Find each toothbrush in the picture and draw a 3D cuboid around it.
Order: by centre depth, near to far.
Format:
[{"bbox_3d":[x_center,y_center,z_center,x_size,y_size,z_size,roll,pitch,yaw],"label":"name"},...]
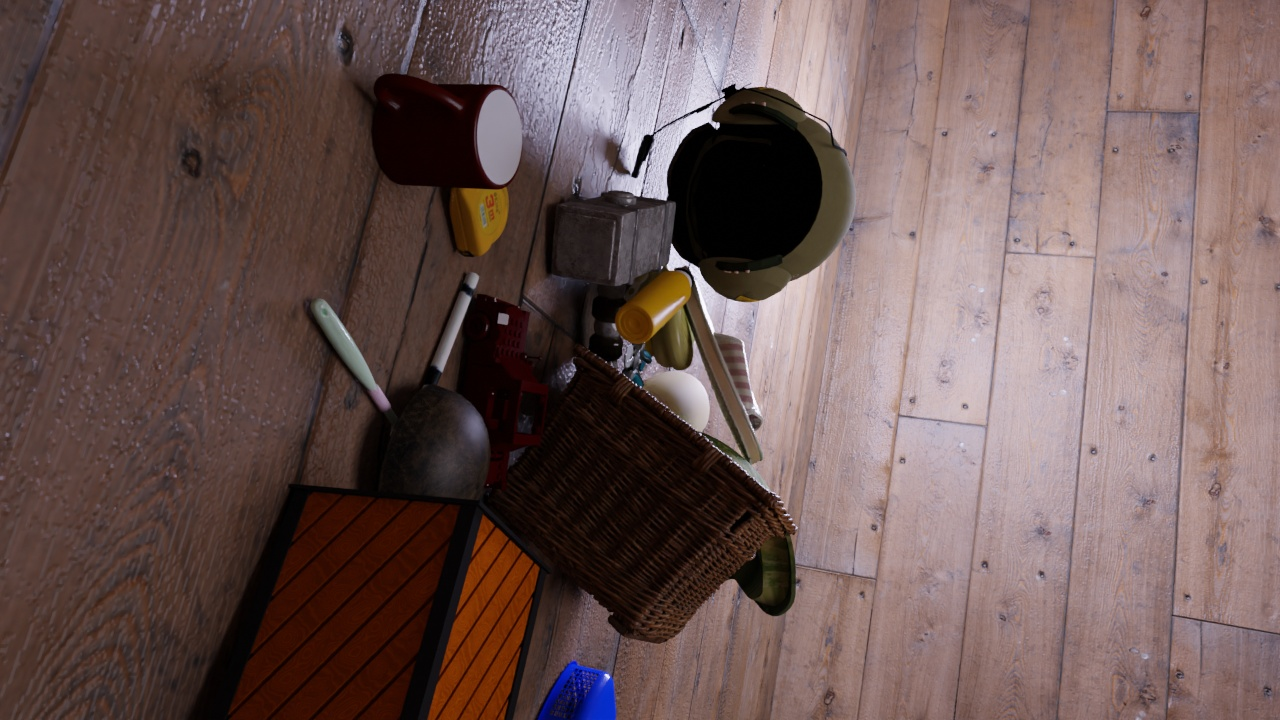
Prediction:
[{"bbox_3d":[-0.198,0.010,0.658,0.022,0.015,0.155,-40,143,-19],"label":"toothbrush"},{"bbox_3d":[-0.167,0.008,0.753,0.017,0.012,0.186,87,18,-64],"label":"toothbrush"}]

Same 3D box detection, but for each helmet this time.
[{"bbox_3d":[0.042,0.201,1.077,0.212,0.248,0.243,-5,88,-31],"label":"helmet"},{"bbox_3d":[0.129,-0.198,1.118,0.232,0.256,0.250,-9,105,-66],"label":"helmet"}]

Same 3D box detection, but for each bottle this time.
[{"bbox_3d":[0.021,-0.064,0.977,0.143,0.043,0.043,-46,138,-57],"label":"bottle"}]

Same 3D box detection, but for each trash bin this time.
[{"bbox_3d":[-0.164,0.193,0.606,0.140,0.140,0.171,64,32,-56],"label":"trash bin"}]

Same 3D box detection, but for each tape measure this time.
[{"bbox_3d":[-0.136,-0.130,0.766,0.058,0.030,0.068,-59,151,-49],"label":"tape measure"}]

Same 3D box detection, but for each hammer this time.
[{"bbox_3d":[-0.038,-0.024,1.025,0.176,0.079,0.327,-34,133,-65],"label":"hammer"}]

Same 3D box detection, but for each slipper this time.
[{"bbox_3d":[0.104,0.000,1.126,0.115,0.052,0.262,66,3,-73],"label":"slipper"},{"bbox_3d":[0.012,-0.065,1.142,0.092,0.081,0.190,74,3,-45],"label":"slipper"}]

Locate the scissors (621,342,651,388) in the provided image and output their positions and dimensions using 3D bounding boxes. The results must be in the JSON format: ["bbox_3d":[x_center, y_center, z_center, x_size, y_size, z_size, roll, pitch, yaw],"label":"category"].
[{"bbox_3d":[-0.003,0.000,0.994,0.145,0.019,0.133,-60,165,-48],"label":"scissors"}]

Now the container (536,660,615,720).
[{"bbox_3d":[-0.072,0.424,1.082,0.114,0.058,0.096,-50,142,-57],"label":"container"}]

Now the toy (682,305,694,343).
[{"bbox_3d":[0.049,-0.043,1.283,0.090,0.051,0.109,69,36,-48],"label":"toy"}]

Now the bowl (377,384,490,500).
[{"bbox_3d":[-0.151,0.084,0.720,0.121,0.056,0.121,14,89,-80],"label":"bowl"}]

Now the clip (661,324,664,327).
[{"bbox_3d":[0.031,-0.071,1.055,0.075,0.023,0.044,-60,166,-44],"label":"clip"}]

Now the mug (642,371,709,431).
[{"bbox_3d":[0.026,0.081,1.190,0.099,0.096,0.120,-21,112,-56],"label":"mug"}]

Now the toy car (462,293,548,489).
[{"bbox_3d":[-0.122,0.031,0.809,0.070,0.062,0.169,18,80,-70],"label":"toy car"}]

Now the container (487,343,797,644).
[{"bbox_3d":[-0.007,0.139,0.887,0.183,0.250,0.162,-50,155,-5],"label":"container"}]

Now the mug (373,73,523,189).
[{"bbox_3d":[-0.143,-0.169,0.654,0.106,0.083,0.073,52,48,-63],"label":"mug"}]
